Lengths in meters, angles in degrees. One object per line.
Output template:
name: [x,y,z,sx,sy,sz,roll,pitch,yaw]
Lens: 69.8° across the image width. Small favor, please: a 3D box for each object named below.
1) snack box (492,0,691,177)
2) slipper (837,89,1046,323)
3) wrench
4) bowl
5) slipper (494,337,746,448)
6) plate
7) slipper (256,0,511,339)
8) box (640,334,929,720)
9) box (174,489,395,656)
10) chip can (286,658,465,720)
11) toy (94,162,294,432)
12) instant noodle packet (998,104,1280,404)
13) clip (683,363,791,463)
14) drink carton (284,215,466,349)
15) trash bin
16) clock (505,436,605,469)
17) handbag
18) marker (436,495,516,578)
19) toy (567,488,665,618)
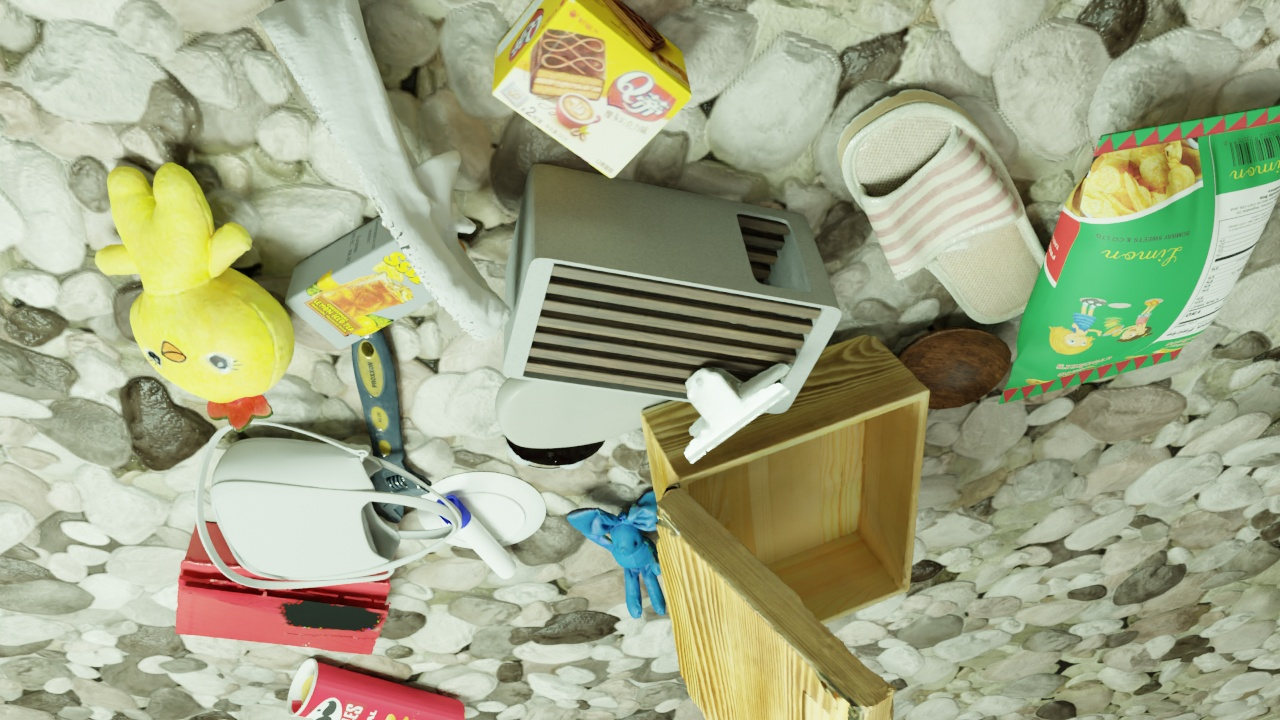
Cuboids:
snack box: [-0.032,-0.189,0.605,0.105,0.061,0.084,30,124,-31]
slipper: [0.250,-0.104,0.729,0.115,0.052,0.263,-35,129,23]
wrench: [-0.240,0.067,0.860,0.073,0.022,0.274,4,135,-2]
bowl: [0.284,0.001,0.854,0.114,0.026,0.102,10,132,-17]
slipper: [-0.005,0.005,0.800,0.265,0.080,0.113,-9,144,-22]
plate: [-0.168,0.165,0.971,0.134,0.011,0.135,-3,135,-4]
slipper: [-0.155,-0.123,0.607,0.074,0.112,0.247,-25,109,5]
box: [0.144,0.211,0.761,0.286,0.334,0.280,-17,131,-9]
box: [-0.389,0.228,1.028,0.213,0.153,0.165,12,134,-16]
chip can: [-0.338,0.450,1.191,0.220,0.069,0.069,30,124,-31]
toy: [-0.331,-0.048,0.692,0.134,0.092,0.208,2,129,20]
instant noodle packet: [0.404,-0.078,0.736,0.195,0.090,0.253,-12,133,-15]
clip: [0.064,0.031,0.696,0.102,0.052,0.057,-39,155,27]
drink carton: [-0.204,-0.067,0.713,0.125,0.048,0.076,-25,132,17]
trash bin: [0.017,-0.052,0.707,0.228,0.114,0.115,8,133,-15]
clock: [-0.082,0.064,0.866,0.094,0.035,0.123,7,134,-14]
handbag: [-0.283,0.146,0.869,0.222,0.095,0.216,3,136,-1]
marker: [-0.172,0.188,0.967,0.027,0.023,0.133,-2,139,26]
toy: [-0.005,0.201,0.989,0.113,0.071,0.176,-14,124,4]
